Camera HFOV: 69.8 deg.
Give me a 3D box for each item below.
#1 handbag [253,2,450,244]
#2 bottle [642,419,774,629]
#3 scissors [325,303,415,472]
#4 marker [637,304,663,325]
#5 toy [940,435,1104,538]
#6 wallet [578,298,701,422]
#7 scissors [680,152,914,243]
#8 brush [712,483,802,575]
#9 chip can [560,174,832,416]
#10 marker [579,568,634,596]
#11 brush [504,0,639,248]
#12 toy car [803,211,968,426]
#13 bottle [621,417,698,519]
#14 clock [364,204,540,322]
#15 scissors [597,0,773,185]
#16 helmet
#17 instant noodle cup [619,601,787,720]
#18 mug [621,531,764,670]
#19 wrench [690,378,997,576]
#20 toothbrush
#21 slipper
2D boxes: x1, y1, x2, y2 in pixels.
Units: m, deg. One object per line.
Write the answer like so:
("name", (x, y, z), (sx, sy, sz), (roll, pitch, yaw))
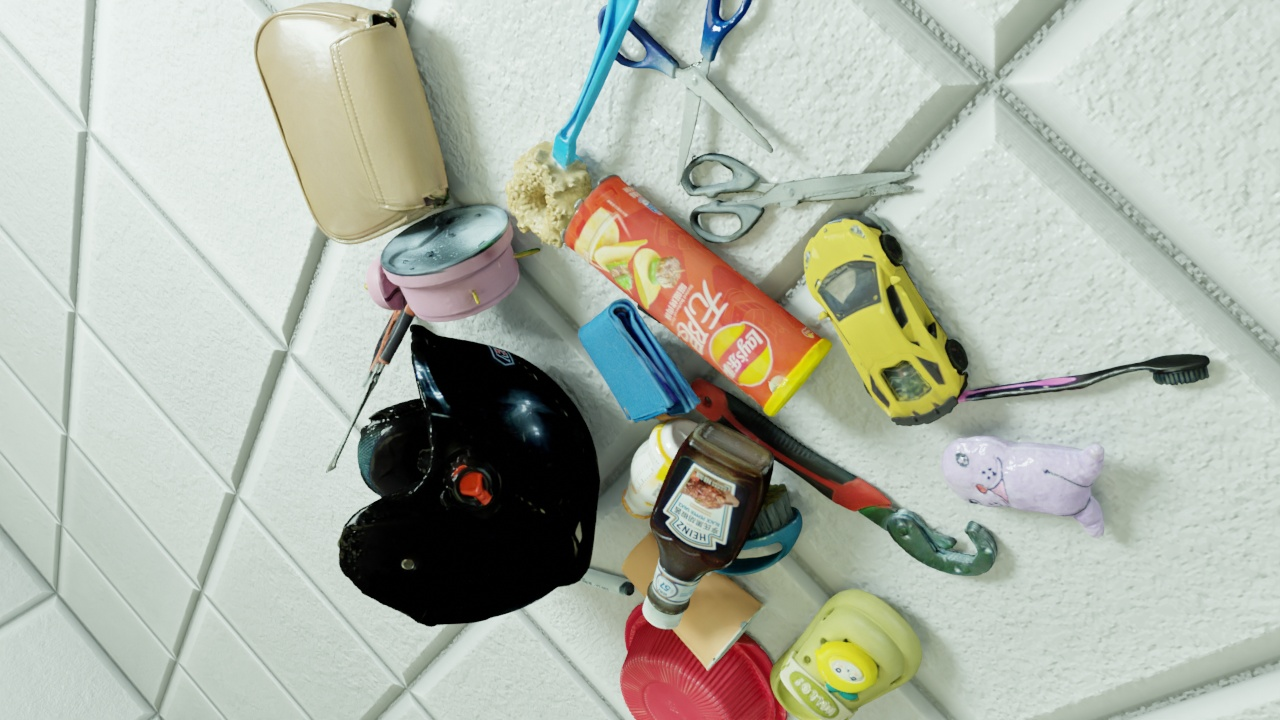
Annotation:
("handbag", (-0.246, -0.211, 0.811), (0.148, 0.099, 0.205), (2, 117, 29))
("bottle", (0.045, 0.143, 0.753), (0.080, 0.043, 0.195), (27, 122, 14))
("scissors", (-0.251, 0.004, 0.884), (0.015, 0.215, 0.196), (28, 105, -19))
("marker", (0.055, -0.018, 0.743), (0.132, 0.020, 0.022), (33, 115, 17))
("toy", (0.261, 0.082, 0.629), (0.108, 0.038, 0.084), (4, 129, 35))
("wallet", (-0.004, 0.004, 0.757), (0.106, 0.040, 0.133), (55, 165, -2))
("scissors", (0.107, -0.111, 0.653), (0.174, 0.014, 0.137), (33, 130, 16))
("brush", (0.080, 0.152, 0.800), (0.144, 0.055, 0.073), (-17, 103, 42))
("chip can", (0.040, -0.051, 0.699), (0.216, 0.073, 0.073), (40, 133, 13))
("marker", (-0.062, 0.231, 0.986), (0.131, 0.018, 0.023), (8, 129, 35))
("brush", (-0.046, -0.187, 0.698), (0.083, 0.045, 0.255), (44, 136, 17))
("toy car", (0.166, -0.027, 0.637), (0.071, 0.041, 0.156), (-27, 96, 43))
("bottle", (0.021, 0.099, 0.809), (0.063, 0.063, 0.109), (44, 133, 9))
("clock", (-0.179, -0.087, 0.820), (0.159, 0.116, 0.060), (9, 132, 32))
("scissors", (0.033, -0.207, 0.644), (0.162, 0.012, 0.173), (28, 126, 26))
("helmet", (-0.150, 0.103, 0.835), (0.233, 0.230, 0.275), (-129, 41, -67))
("instant noodle cup", (0.049, 0.335, 0.929), (0.194, 0.065, 0.194), (18, 124, 29))
("mug", (0.045, 0.216, 0.857), (0.123, 0.078, 0.078), (42, 134, 17))
("wrench", (0.152, 0.092, 0.735), (0.273, 0.016, 0.056), (30, 131, 20))
("toothbrush", (0.268, 0.018, 0.604), (0.190, 0.014, 0.018), (-13, 121, 43))
("slipper", (0.166, 0.277, 0.793), (0.091, 0.081, 0.191), (38, 135, 10))
